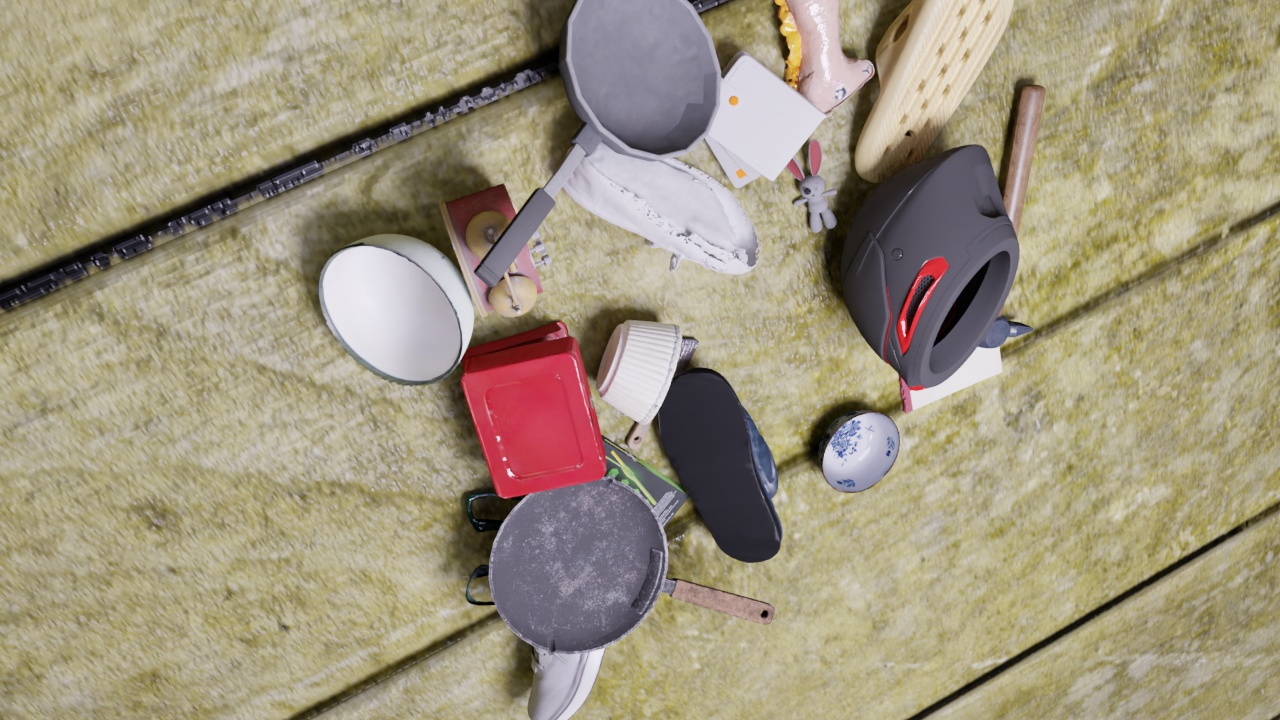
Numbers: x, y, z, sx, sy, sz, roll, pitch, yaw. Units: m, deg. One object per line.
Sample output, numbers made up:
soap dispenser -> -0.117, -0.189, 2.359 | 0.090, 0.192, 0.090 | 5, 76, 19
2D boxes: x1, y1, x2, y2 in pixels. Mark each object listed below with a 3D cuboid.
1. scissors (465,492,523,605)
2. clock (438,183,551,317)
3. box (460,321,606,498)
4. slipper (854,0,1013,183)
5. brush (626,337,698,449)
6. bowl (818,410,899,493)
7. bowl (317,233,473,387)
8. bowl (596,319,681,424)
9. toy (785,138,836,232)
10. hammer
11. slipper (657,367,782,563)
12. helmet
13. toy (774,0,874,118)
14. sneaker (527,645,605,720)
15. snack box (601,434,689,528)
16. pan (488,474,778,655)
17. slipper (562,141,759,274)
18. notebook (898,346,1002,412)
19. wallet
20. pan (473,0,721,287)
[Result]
scissors -> -0.108, 0.232, 1.045 | 0.209, 0.015, 0.142 | 14, 80, -9
clock -> -0.130, -0.103, 0.868 | 0.081, 0.158, 0.117 | -20, 118, -6
box -> -0.112, 0.057, 0.974 | 0.134, 0.112, 0.157 | -17, 117, -8
slipper -> 0.303, -0.317, 0.991 | 0.111, 0.079, 0.262 | 3, 129, -25
brush -> 0.021, 0.038, 1.070 | 0.039, 0.012, 0.151 | 18, 106, -27
bowl -> 0.271, 0.109, 1.176 | 0.114, 0.045, 0.114 | -8, 114, -18
bowl -> -0.224, -0.057, 0.882 | 0.153, 0.072, 0.154 | 12, 127, 16
bowl -> -0.006, 0.006, 0.996 | 0.062, 0.115, 0.115 | 20, 104, -11
toy -> 0.191, -0.194, 1.024 | 0.049, 0.030, 0.112 | -15, 123, 18
hammer -> 0.451, -0.170, 1.122 | 0.129, 0.040, 0.322 | -6, 112, -23
slipper -> 0.104, 0.116, 1.104 | 0.109, 0.083, 0.266 | -13, 114, 25
helmet -> 0.312, -0.115, 1.023 | 0.163, 0.170, 0.265 | -4, 125, -44
toy -> 0.137, -0.364, 0.922 | 0.196, 0.065, 0.265 | -14, 124, -3
sneaker -> -0.108, 0.317, 1.096 | 0.128, 0.097, 0.263 | 15, 98, -17
snack box -> -0.021, 0.154, 1.096 | 0.147, 0.025, 0.080 | 35, 96, -29
pan -> -0.001, 0.249, 1.049 | 0.356, 0.040, 0.207 | 20, 89, -19
slipper -> 0.025, -0.154, 0.956 | 0.246, 0.075, 0.112 | 22, 72, -29
notebook -> 0.390, -0.047, 1.174 | 0.153, 0.012, 0.209 | -22, 117, -10
wallet -> 0.111, -0.243, 0.956 | 0.118, 0.037, 0.115 | 32, 113, -17
pan -> -0.048, -0.207, 0.844 | 0.178, 0.041, 0.356 | 43, 65, -24
